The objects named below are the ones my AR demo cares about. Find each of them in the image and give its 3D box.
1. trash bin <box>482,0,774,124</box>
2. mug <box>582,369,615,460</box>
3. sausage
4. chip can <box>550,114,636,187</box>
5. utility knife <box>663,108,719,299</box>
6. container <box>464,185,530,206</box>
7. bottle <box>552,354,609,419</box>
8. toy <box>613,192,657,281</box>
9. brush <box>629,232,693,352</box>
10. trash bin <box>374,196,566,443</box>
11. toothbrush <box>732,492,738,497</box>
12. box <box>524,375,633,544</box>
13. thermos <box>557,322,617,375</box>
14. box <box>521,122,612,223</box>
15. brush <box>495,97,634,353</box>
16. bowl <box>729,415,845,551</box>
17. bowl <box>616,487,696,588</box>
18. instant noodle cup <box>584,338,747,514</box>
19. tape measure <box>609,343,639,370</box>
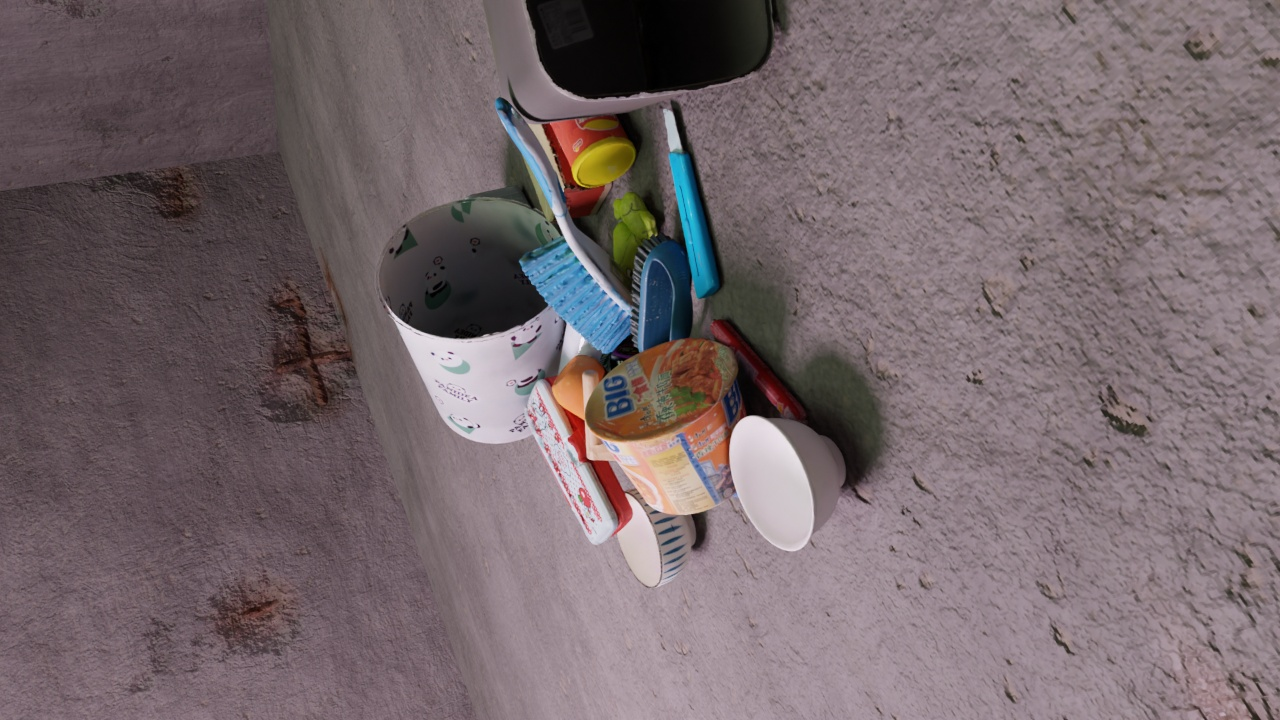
[{"bbox_3d":[-0.031,-0.302,0.769,0.220,0.198,0.198,-169,67,-70],"label":"trash bin"},{"bbox_3d":[0.000,0.059,0.987,0.084,0.125,0.104,-63,-28,-65],"label":"mug"},{"bbox_3d":[0.107,0.009,0.847,0.156,0.020,0.020,53,148,38],"label":"sausage"},{"bbox_3d":[-0.077,-0.294,0.993,0.216,0.073,0.073,66,154,20],"label":"chip can"},{"bbox_3d":[0.046,-0.152,0.882,0.034,0.018,0.185,-6,97,65],"label":"utility knife"},{"bbox_3d":[-0.186,-0.168,1.271,0.111,0.090,0.090,56,150,29],"label":"container"},{"bbox_3d":[-0.030,0.058,1.061,0.149,0.066,0.067,39,158,-12],"label":"bottle"},{"bbox_3d":[-0.005,-0.127,0.985,0.096,0.031,0.100,55,148,21],"label":"toy"},{"bbox_3d":[0.026,-0.054,0.935,0.073,0.055,0.144,49,145,45],"label":"brush"},{"bbox_3d":[-0.193,-0.036,1.164,0.229,0.229,0.252,57,161,33],"label":"trash bin"},{"bbox_3d":[0.074,0.140,1.002,0.190,0.016,0.014,-10,86,62],"label":"toothbrush"},{"bbox_3d":[-0.080,0.118,1.084,0.201,0.047,0.087,61,144,17],"label":"box"},{"bbox_3d":[-0.058,-0.017,1.100,0.073,0.073,0.225,52,141,40],"label":"thermos"},{"bbox_3d":[-0.105,-0.249,1.068,0.168,0.077,0.092,69,154,13],"label":"box"},{"bbox_3d":[-0.080,-0.122,0.914,0.314,0.110,0.060,45,-151,-40],"label":"brush"},{"bbox_3d":[0.135,0.096,0.785,0.118,0.064,0.118,44,142,48],"label":"bowl"},{"bbox_3d":[0.023,0.201,1.076,0.116,0.066,0.117,40,137,50],"label":"bowl"},{"bbox_3d":[0.037,0.066,0.871,0.151,0.151,0.111,32,152,55],"label":"instant noodle cup"},{"bbox_3d":[-0.006,0.006,1.033,0.058,0.057,0.039,-123,27,-67],"label":"tape measure"}]
